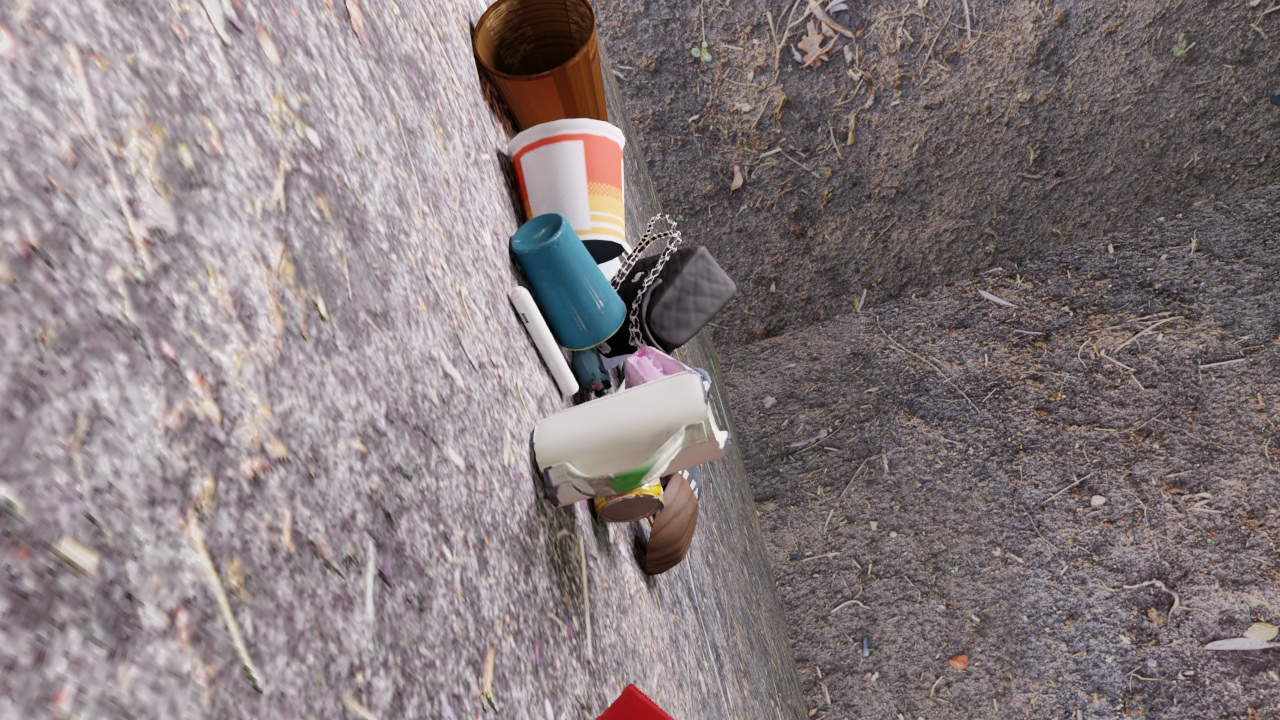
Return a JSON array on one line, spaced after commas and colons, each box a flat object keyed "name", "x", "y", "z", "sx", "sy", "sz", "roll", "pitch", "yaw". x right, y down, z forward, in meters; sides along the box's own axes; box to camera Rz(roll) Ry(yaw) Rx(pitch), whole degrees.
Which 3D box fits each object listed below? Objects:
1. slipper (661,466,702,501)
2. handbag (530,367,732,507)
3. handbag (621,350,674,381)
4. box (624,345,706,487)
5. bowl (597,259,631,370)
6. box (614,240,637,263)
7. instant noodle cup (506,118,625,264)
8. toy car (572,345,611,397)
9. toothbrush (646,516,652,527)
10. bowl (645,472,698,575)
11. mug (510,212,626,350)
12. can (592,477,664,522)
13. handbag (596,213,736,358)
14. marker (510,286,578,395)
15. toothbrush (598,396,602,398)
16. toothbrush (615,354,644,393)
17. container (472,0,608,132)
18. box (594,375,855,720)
[{"name": "slipper", "x": 0.052, "y": 0.162, "z": 1.288, "sx": 0.264, "sy": 0.063, "sz": 0.111, "roll": 28, "pitch": 45, "yaw": -83}, {"name": "handbag", "x": -0.010, "y": 0.064, "z": 0.718, "sx": 0.176, "sy": 0.151, "sz": 0.074, "roll": -48, "pitch": 120, "yaw": -80}, {"name": "handbag", "x": 0.020, "y": -0.003, "z": 1.186, "sx": 0.170, "sy": 0.068, "sz": 0.144, "roll": 100, "pitch": -20, "yaw": -57}, {"name": "box", "x": 0.025, "y": 0.059, "z": 0.987, "sx": 0.084, "sy": 0.063, "sz": 0.231, "roll": 53, "pitch": -17, "yaw": 20}, {"name": "bowl", "x": -0.036, "y": -0.065, "z": 1.104, "sx": 0.150, "sy": 0.075, "sz": 0.150, "roll": -16, "pitch": 89, "yaw": -82}, {"name": "box", "x": -0.031, "y": -0.146, "z": 1.235, "sx": 0.108, "sy": 0.102, "sz": 0.102, "roll": 57, "pitch": 18, "yaw": -70}, {"name": "instant noodle cup", "x": -0.071, "y": -0.168, "z": 0.960, "sx": 0.123, "sy": 0.123, "sz": 0.121, "roll": 40, "pitch": 41, "yaw": -76}, {"name": "toy car", "x": -0.055, "y": 0.010, "z": 0.977, "sx": 0.108, "sy": 0.027, "sz": 0.060, "roll": 120, "pitch": -52, "yaw": -79}, {"name": "toothbrush", "x": -0.003, "y": 0.148, "z": 1.046, "sx": 0.031, "sy": 0.031, "sz": 0.197, "roll": -101, "pitch": 173, "yaw": -60}, {"name": "bowl", "x": 0.041, "y": 0.188, "z": 1.032, "sx": 0.119, "sy": 0.032, "sz": 0.119, "roll": 15, "pitch": 89, "yaw": -75}, {"name": "mug", "x": -0.073, "y": -0.079, "z": 0.893, "sx": 0.078, "sy": 0.078, "sz": 0.121, "roll": -98, "pitch": 163, "yaw": -51}, {"name": "can", "x": -0.018, "y": 0.100, "z": 0.890, "sx": 0.068, "sy": 0.068, "sz": 0.105, "roll": 60, "pitch": 15, "yaw": -57}, {"name": "handbag", "x": 0.002, "y": -0.069, "z": 0.973, "sx": 0.115, "sy": 0.124, "sz": 0.154, "roll": 49, "pitch": -24, "yaw": -24}, {"name": "marker", "x": -0.089, "y": -0.017, "z": 0.842, "sx": 0.020, "sy": 0.017, "sz": 0.134, "roll": 29, "pitch": -26, "yaw": 42}, {"name": "toothbrush", "x": -0.032, "y": 0.070, "z": 1.052, "sx": 0.021, "sy": 0.017, "sz": 0.135, "roll": -112, "pitch": -176, "yaw": -84}, {"name": "toothbrush", "x": -0.006, "y": 0.006, "z": 1.064, "sx": 0.016, "sy": 0.015, "sz": 0.186, "roll": 86, "pitch": 25, "yaw": -53}, {"name": "container", "x": -0.100, "y": -0.312, "z": 1.039, "sx": 0.167, "sy": 0.132, "sz": 0.132, "roll": 70, "pitch": 6, "yaw": -63}, {"name": "box", "x": 0.069, "y": 0.236, "z": 0.714, "sx": 0.213, "sy": 0.128, "sz": 0.424, "roll": 61, "pitch": 44, "yaw": -54}]
